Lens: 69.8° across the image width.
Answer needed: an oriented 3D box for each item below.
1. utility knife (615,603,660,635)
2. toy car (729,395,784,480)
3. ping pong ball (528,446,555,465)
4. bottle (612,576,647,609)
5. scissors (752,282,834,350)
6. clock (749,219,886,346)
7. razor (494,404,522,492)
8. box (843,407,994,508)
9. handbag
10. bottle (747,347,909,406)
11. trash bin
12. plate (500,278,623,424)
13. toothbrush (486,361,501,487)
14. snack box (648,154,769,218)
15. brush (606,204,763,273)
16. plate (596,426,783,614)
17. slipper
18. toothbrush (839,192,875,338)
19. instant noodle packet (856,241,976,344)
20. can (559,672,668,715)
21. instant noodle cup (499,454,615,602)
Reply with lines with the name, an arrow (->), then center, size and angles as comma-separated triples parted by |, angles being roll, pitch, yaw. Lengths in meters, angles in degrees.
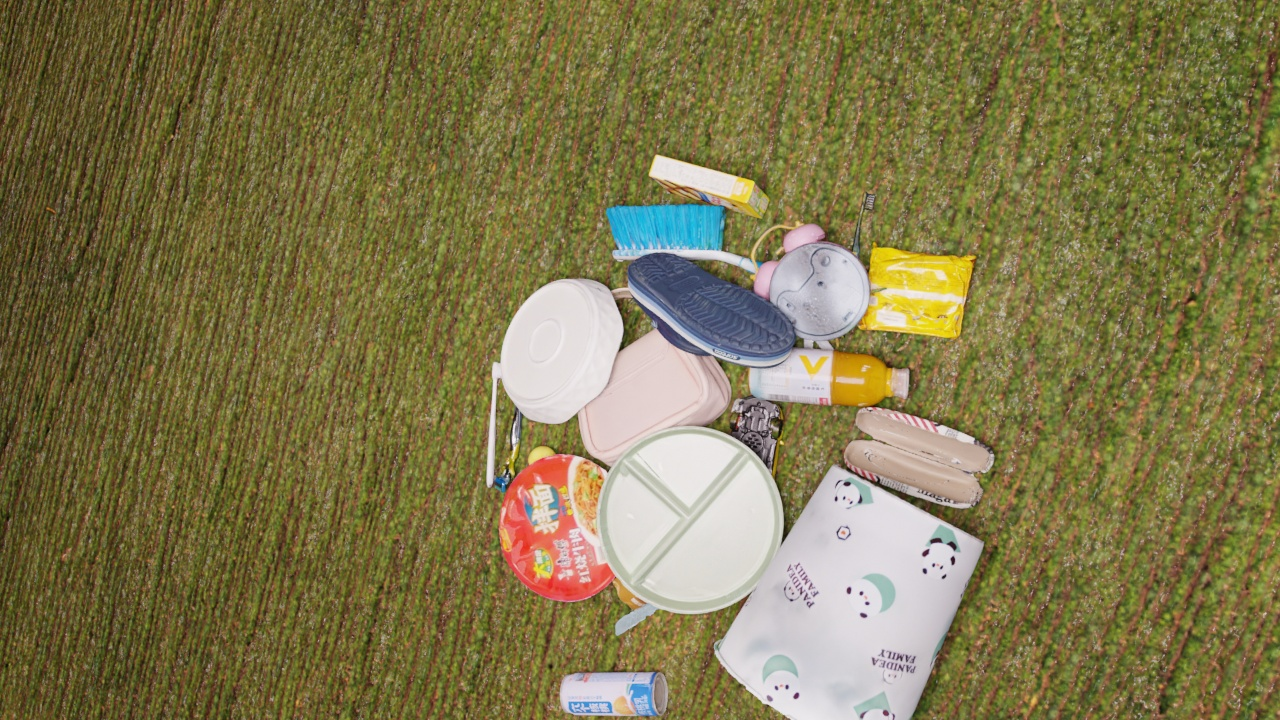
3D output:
utility knife -> 0.051, 0.298, 1.200 | 0.222, 0.013, 0.029 | -38, 66, 15
toy car -> 0.143, 0.121, 1.163 | 0.071, 0.041, 0.156 | 8, 91, 21
ping pong ball -> -0.135, 0.139, 1.270 | 0.040, 0.040, 0.040 | -2, 85, 21
bottle -> 0.047, 0.253, 1.182 | 0.175, 0.057, 0.057 | -37, 74, 15
scissors -> 0.208, -0.045, 1.147 | 0.159, 0.014, 0.181 | 21, 105, 15
clock -> 0.202, -0.097, 1.101 | 0.158, 0.059, 0.117 | 40, 111, 6
razor -> -0.180, 0.115, 1.301 | 0.043, 0.022, 0.142 | 3, 81, 65
box -> 0.322, 0.119, 1.076 | 0.162, 0.076, 0.087 | 18, 65, 18
handbag -> -0.007, 0.007, 1.218 | 0.194, 0.093, 0.234 | -32, 67, 16
bottle -> 0.227, 0.021, 1.114 | 0.190, 0.068, 0.068 | 4, 87, 15
trash bin -> 0.241, 0.269, 1.028 | 0.230, 0.229, 0.252 | 28, 90, 21
plate -> -0.114, -0.019, 1.230 | 0.205, 0.045, 0.204 | -18, 62, 36
toothbrush -> -0.208, 0.092, 1.316 | 0.016, 0.016, 0.180 | 2, 86, 15
snack box -> 0.089, -0.224, 1.185 | 0.140, 0.086, 0.034 | 18, 92, 21
brush -> 0.106, -0.149, 1.196 | 0.315, 0.060, 0.109 | 2, 92, 19
plate -> 0.060, 0.195, 1.130 | 0.230, 0.027, 0.230 | 0, 90, 8
slipper -> 0.073, -0.049, 1.127 | 0.253, 0.104, 0.095 | 36, 144, 37
toothbrush -> 0.270, -0.119, 1.148 | 0.017, 0.012, 0.186 | 10, 90, 11
instant noodle packet -> 0.328, -0.082, 1.106 | 0.128, 0.044, 0.111 | 11, 92, 24
can -> -0.035, 0.437, 1.202 | 0.135, 0.053, 0.053 | -8, 83, 20
instant noodle cup -> -0.091, 0.222, 1.234 | 0.194, 0.065, 0.193 | -2, 85, 22
